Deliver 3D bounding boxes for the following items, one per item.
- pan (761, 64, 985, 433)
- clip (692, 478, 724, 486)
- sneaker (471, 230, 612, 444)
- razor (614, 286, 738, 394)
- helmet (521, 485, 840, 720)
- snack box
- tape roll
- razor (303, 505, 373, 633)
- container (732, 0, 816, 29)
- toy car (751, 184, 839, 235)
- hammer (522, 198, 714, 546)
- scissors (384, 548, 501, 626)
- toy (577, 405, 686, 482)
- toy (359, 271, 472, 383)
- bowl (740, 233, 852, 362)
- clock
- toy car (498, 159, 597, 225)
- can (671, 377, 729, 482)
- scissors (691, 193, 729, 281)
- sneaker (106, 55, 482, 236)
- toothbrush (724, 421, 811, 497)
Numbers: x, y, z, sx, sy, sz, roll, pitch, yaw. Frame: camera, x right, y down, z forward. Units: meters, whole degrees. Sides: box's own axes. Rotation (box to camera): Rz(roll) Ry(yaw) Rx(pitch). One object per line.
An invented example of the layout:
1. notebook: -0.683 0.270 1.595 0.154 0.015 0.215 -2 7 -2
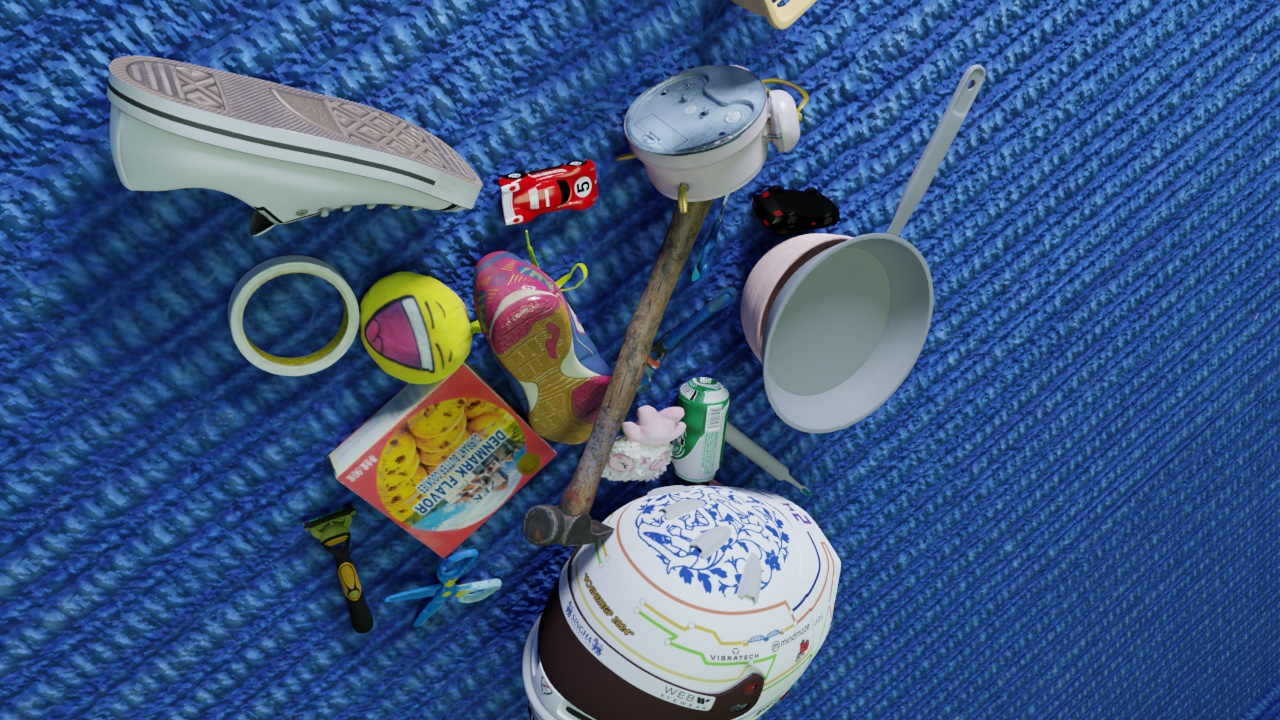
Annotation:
1. pan: 0.218 -0.096 0.840 0.200 0.051 0.357 8 110 -35
2. clip: 0.076 0.134 0.995 0.045 0.023 0.060 -27 127 -22
3. sneaker: -0.074 -0.011 0.803 0.116 0.091 0.242 -34 146 -5
4. razor: 0.040 -0.025 0.891 0.140 0.018 0.044 -38 103 -11
5. helmet: 0.041 0.240 0.894 0.313 0.231 0.236 -12 128 -33
6. snack box: -0.171 0.084 0.809 0.142 0.040 0.145 -43 128 -4
7. tape roll: -0.266 -0.034 0.705 0.094 0.019 0.094 -13 120 -24
8. razor: -0.264 0.194 0.828 0.044 0.021 0.144 -19 125 -21
9. container: 0.099 -0.352 0.659 0.129 0.167 0.183 -44 128 -4
10. toy car: 0.149 -0.141 0.881 0.091 0.042 0.036 -3 141 -30
11. hammer: -0.005 0.005 0.796 0.120 0.033 0.330 18 94 -65
12. scissors: -0.182 0.217 0.874 0.130 0.013 0.126 14 128 -44
13. toy: 0.001 0.084 0.896 0.095 0.041 0.109 5 133 -35
14. toy: -0.180 -0.025 0.732 0.094 0.041 0.095 -5 112 10
15. bowl: 0.156 -0.061 0.904 0.152 0.076 0.153 -14 122 -24
16. clock: 0.065 -0.195 0.758 0.157 0.117 0.059 -34 138 -11
17. toy car: -0.075 -0.139 0.758 0.089 0.025 0.038 -17 122 -23
18. can: 0.060 0.069 0.930 0.053 0.053 0.101 -9 118 -27
19. scissors: 0.069 -0.120 0.819 0.014 0.118 0.129 21 115 0
20. sneaker: -0.234 -0.126 0.637 0.245 0.091 0.097 5 123 -36
21. toothbrush: 0.140 0.112 1.021 0.018 0.019 0.188 -50 128 4
